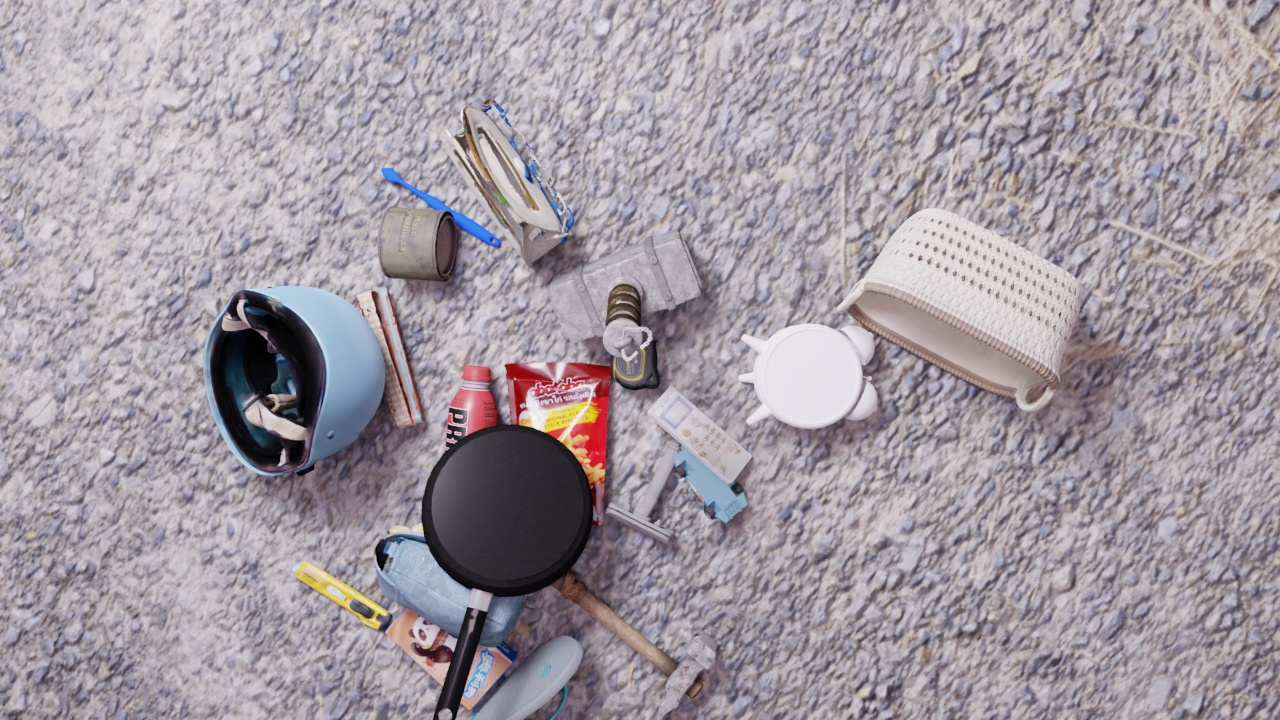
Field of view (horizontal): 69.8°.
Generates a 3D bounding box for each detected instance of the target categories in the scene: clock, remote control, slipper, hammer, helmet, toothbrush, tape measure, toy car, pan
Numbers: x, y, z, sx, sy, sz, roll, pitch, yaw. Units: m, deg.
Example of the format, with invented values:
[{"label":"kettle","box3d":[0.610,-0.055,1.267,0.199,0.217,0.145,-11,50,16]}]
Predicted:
[{"label":"clock","box3d":[0.204,0.018,1.118,0.161,0.073,0.125,-3,91,-1]},{"label":"remote control","box3d":[0.074,0.092,1.143,0.136,0.011,0.050,41,58,4]},{"label":"slipper","box3d":[-0.158,0.444,1.163,0.269,0.098,0.054,-43,111,13]},{"label":"hammer","box3d":[-0.052,0.318,1.162,0.319,0.049,0.121,38,98,6]},{"label":"helmet","box3d":[-0.418,0.024,1.124,0.266,0.166,0.225,-25,83,35]},{"label":"toothbrush","box3d":[-0.257,-0.198,1.185,0.182,0.018,0.016,33,95,2]},{"label":"tape measure","box3d":[-0.007,0.007,1.152,0.061,0.034,0.061,-2,79,2]},{"label":"hammer","box3d":[-0.019,-0.056,1.008,0.177,0.325,0.079,-21,107,6]},{"label":"toy car","box3d":[0.082,0.151,1.143,0.060,0.028,0.107,-34,82,-29]},{"label":"pan","box3d":[-0.174,0.241,1.054,0.204,0.044,0.354,16,69,-2]}]

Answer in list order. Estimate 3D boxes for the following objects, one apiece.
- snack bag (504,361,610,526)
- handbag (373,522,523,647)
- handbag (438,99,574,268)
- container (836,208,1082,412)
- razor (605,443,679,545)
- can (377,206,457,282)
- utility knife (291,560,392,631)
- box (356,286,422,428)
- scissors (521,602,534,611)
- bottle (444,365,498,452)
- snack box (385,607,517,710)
[{"label":"snack bag","box3d":[-0.104,0.106,1.166,0.139,0.066,0.207,-1,82,12]},{"label":"handbag","box3d":[-0.231,0.263,1.124,0.192,0.122,0.118,23,58,3]},{"label":"handbag","box3d":[-0.158,-0.214,1.082,0.093,0.199,0.200,-35,90,2]},{"label":"container","box3d":[0.366,-0.061,1.041,0.246,0.184,0.142,29,84,4]},{"label":"razor","box3d":[0.020,0.160,1.152,0.088,0.047,0.116,26,86,5]},{"label":"can","box3d":[-0.276,-0.145,1.149,0.074,0.090,0.090,5,92,6]},{"label":"utility knife","box3d":[-0.395,0.311,1.214,0.151,0.017,0.030,30,85,8]},{"label":"box","box3d":[-0.324,-0.001,1.180,0.059,0.056,0.186,-18,89,47]},{"label":"scissors","box3d":[-0.213,0.280,1.185,0.175,0.014,0.142,14,108,14]},{"label":"bottle","box3d":[-0.215,0.095,1.163,0.062,0.062,0.176,6,92,6]},{"label":"snack box","box3d":[-0.244,0.366,1.188,0.151,0.034,0.087,41,95,3]}]
